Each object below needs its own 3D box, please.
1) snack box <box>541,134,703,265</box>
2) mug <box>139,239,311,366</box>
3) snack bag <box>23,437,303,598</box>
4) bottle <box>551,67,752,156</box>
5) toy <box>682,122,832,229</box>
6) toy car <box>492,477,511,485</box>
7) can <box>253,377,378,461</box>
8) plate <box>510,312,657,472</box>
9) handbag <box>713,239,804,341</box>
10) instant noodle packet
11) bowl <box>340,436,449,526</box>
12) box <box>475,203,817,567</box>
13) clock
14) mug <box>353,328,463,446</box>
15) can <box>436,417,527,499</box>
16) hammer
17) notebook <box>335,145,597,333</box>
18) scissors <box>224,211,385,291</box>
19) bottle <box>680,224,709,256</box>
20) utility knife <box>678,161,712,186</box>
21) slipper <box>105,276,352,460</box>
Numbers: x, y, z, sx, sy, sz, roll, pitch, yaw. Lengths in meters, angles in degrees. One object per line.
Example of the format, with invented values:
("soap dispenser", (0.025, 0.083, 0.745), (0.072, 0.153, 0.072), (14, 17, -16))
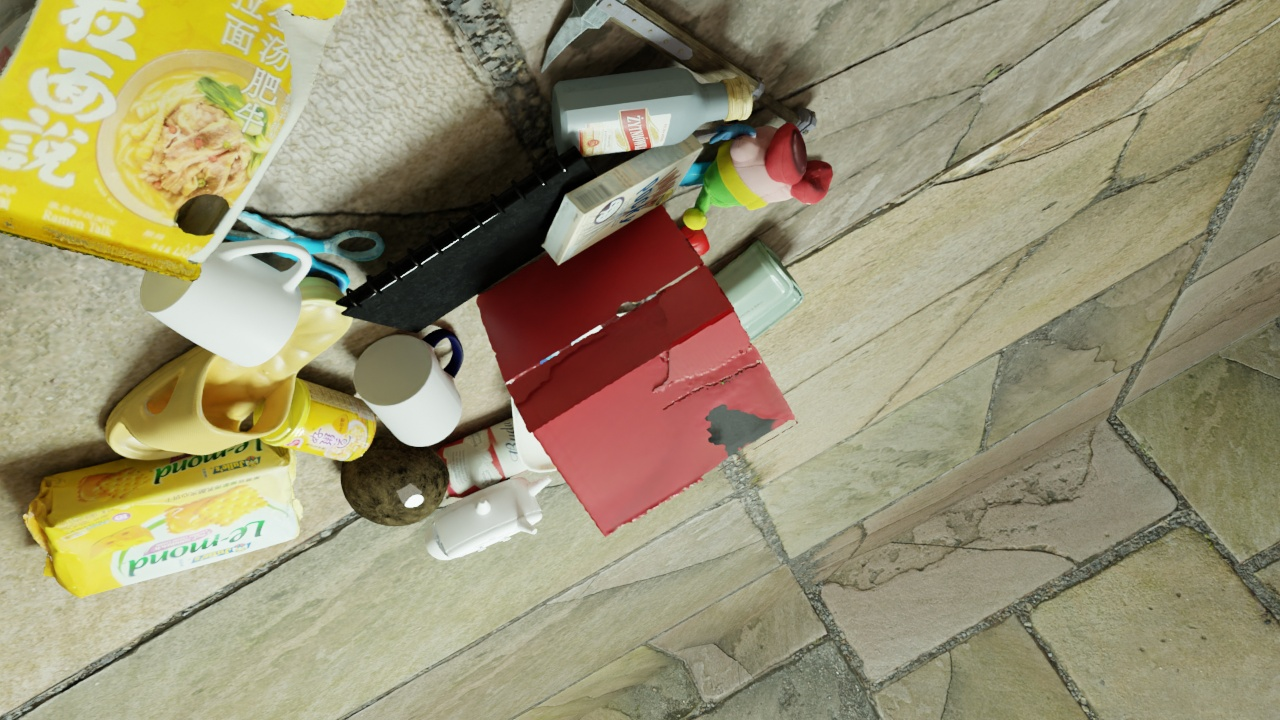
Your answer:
("snack box", (-0.016, -0.146, 0.813), (0.149, 0.026, 0.082), (-35, 170, -31))
("mug", (-0.311, -0.058, 0.704), (0.114, 0.081, 0.087), (-37, 144, 10))
("snack bag", (-0.463, 0.147, 0.909), (0.246, 0.068, 0.160), (-12, 148, -28))
("bottle", (0.010, -0.206, 0.752), (0.161, 0.046, 0.072), (-10, 161, -10))
("toy", (0.097, -0.173, 0.865), (0.124, 0.132, 0.096), (20, 80, -52))
("toy car", (-0.195, 0.152, 1.191), (0.048, 0.040, 0.113), (-24, 169, -10))
("can", (-0.317, 0.058, 0.898), (0.068, 0.067, 0.105), (-37, 151, 14))
("plate", (-0.064, 0.035, 1.068), (0.186, 0.016, 0.187), (-16, 123, -24))
("handbag", (0.121, -0.072, 1.080), (0.122, 0.067, 0.106), (-37, 149, 15))
("instant noodle packet", (-0.298, -0.167, 0.555), (0.222, 0.084, 0.162), (-47, 149, 17))
("bowl", (-0.279, 0.147, 1.029), (0.121, 0.056, 0.121), (0, 131, 0))
("box", (-0.007, 0.007, 0.840), (0.211, 0.315, 0.124), (-32, 161, 2))
("clock", (-0.186, 0.202, 1.130), (0.125, 0.073, 0.161), (-14, 165, -46))
("mug", (-0.221, 0.019, 0.923), (0.111, 0.079, 0.097), (-52, 157, -18))
("can", (-0.166, 0.109, 1.113), (0.170, 0.067, 0.067), (-22, 151, -11))
("hammer", (0.062, -0.248, 0.787), (0.147, 0.028, 0.316), (-37, 151, 29))
("notebook", (-0.136, -0.098, 0.802), (0.231, 0.019, 0.169), (-32, 173, 5))
("scissors", (-0.286, -0.085, 0.754), (0.091, 0.014, 0.140), (-43, 151, 28))
("bottle", (0.013, -0.105, 0.961), (0.119, 0.036, 0.036), (-27, 151, -4))
("utility knife", (0.110, -0.189, 0.935), (0.208, 0.015, 0.031), (-5, 145, -31))
("slipper", (-0.354, 0.029, 0.807), (0.264, 0.078, 0.099), (-36, 154, 16))
